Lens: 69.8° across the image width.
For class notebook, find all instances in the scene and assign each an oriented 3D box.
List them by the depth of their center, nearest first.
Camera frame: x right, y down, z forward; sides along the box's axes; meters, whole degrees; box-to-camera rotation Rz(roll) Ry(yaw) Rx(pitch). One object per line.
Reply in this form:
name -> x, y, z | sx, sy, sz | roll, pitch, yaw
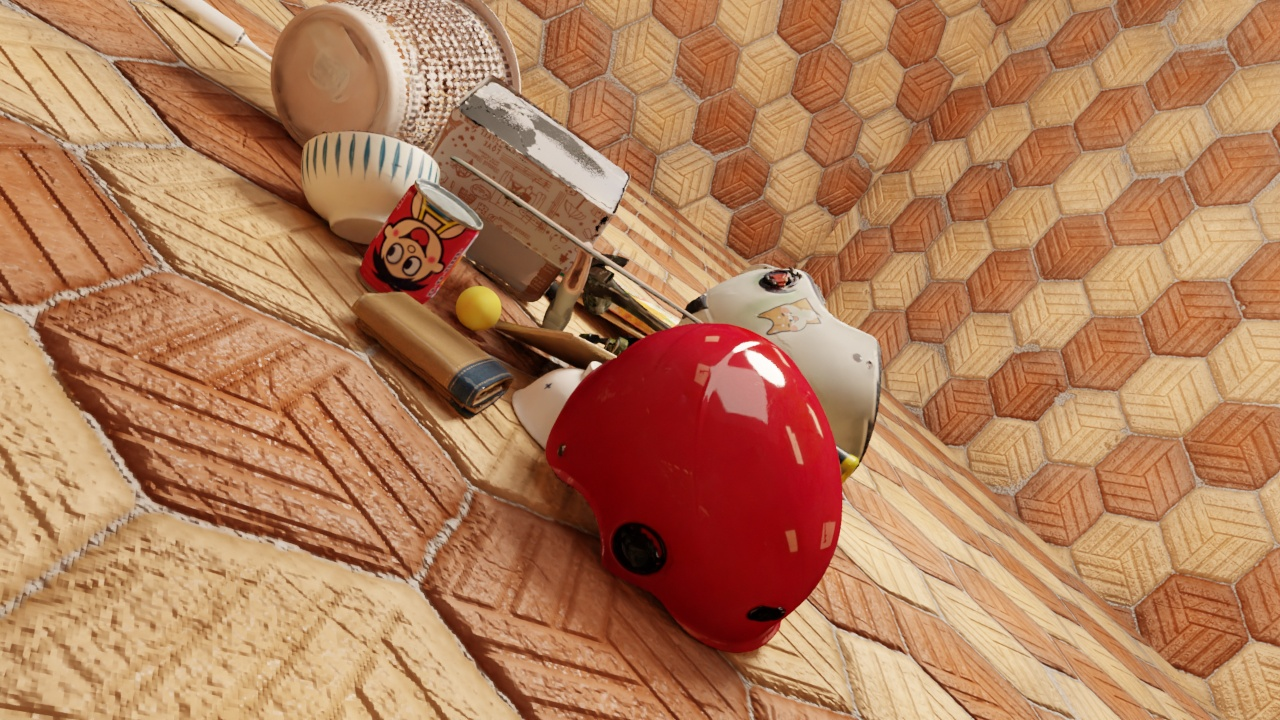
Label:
notebook -> -0.019, 0.014, 0.868 | 0.211, 0.012, 0.150 | 28, -10, -33
notebook -> -0.004, -0.047, 1.189 | 0.208, 0.008, 0.147 | 31, 11, 16

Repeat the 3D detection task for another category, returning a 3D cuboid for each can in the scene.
can -> -0.183, -0.093, 0.755 | 0.066, 0.094, 0.066 | 37, 14, -11

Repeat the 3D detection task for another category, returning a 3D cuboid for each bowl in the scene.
bowl -> -0.040, 0.041, 0.763 | 0.118, 0.065, 0.118 | 37, 14, -11
bowl -> -0.234, -0.141, 0.790 | 0.116, 0.117, 0.066 | 23, 65, -51

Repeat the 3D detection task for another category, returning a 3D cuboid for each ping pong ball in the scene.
ping pong ball -> -0.145, -0.047, 0.821 | 0.040, 0.040, 0.040 | 37, 14, -11

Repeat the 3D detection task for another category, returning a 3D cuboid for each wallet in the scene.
wallet -> -0.155, -0.008, 0.691 | 0.115, 0.033, 0.090 | 39, 10, 3

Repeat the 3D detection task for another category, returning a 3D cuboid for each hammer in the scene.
hammer -> 0.066, 0.006, 0.863 | 0.323, 0.031, 0.126 | 38, -14, 14

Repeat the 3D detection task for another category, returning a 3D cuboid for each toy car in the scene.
toy car -> -0.006, 0.006, 0.987 | 0.070, 0.042, 0.158 | 25, 0, -8

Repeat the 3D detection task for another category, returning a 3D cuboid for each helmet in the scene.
helmet -> 0.065, 0.073, 0.658 | 0.206, 0.144, 0.240 | -18, 70, -49
helmet -> 0.116, 0.024, 0.989 | 0.156, 0.231, 0.274 | -14, 45, -32

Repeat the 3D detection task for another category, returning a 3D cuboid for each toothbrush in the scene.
toothbrush -> -0.488, -0.387, 1.050 | 0.221, 0.026, 0.027 | 33, -21, -26
toothbrush -> -0.015, -0.017, 1.115 | 0.027, 0.026, 0.212 | 14, 2, 27

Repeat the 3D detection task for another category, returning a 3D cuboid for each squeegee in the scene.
squeegee -> -0.065, -0.069, 0.838 | 0.247, 0.040, 0.250 | 34, -21, -2

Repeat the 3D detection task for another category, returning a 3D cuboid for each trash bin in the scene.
trash bin -> -0.270, -0.292, 0.976 | 0.227, 0.228, 0.191 | 41, 26, 7

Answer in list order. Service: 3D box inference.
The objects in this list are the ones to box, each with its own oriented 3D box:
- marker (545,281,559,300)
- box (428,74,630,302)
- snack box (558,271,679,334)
marker -> -0.134, -0.114, 1.116 | 0.020, 0.022, 0.132 | -28, 62, -36
box -> -0.140, -0.150, 0.922 | 0.183, 0.194, 0.156 | 34, 28, -11
snack box -> -0.026, -0.077, 1.155 | 0.156, 0.027, 0.077 | 33, 11, 4
